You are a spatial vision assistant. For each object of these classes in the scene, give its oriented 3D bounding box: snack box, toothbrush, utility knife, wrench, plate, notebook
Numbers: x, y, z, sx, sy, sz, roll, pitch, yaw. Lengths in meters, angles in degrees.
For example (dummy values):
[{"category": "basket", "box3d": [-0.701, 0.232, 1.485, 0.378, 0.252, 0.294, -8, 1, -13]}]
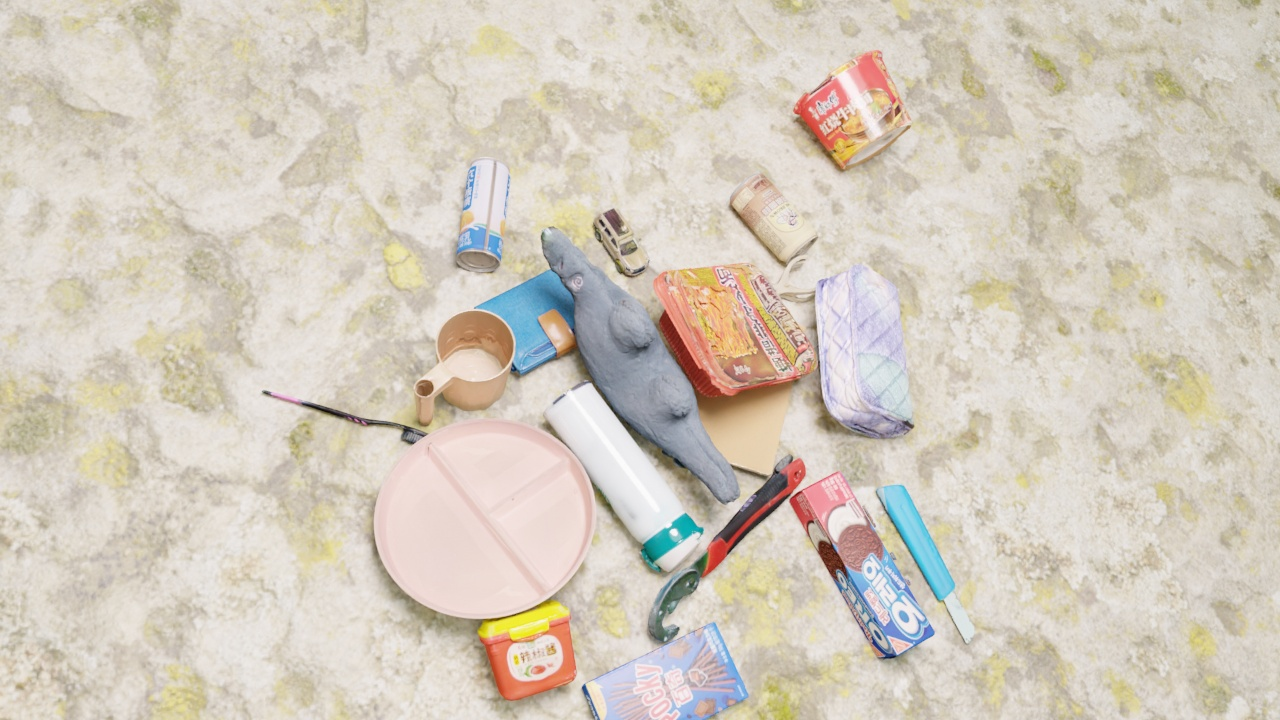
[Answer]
[{"category": "snack box", "box3d": [-0.111, 0.292, 0.926, 0.091, 0.082, 0.080, -13, 85, -16]}, {"category": "toothbrush", "box3d": [0.120, 0.174, 1.056, 0.014, 0.017, 0.188, 38, 66, 16]}, {"category": "toothbrush", "box3d": [-0.323, 0.063, 1.007, 0.189, 0.014, 0.017, 16, 78, -5]}, {"category": "utility knife", "box3d": [0.338, 0.235, 1.076, 0.034, 0.018, 0.199, -24, 75, -8]}, {"category": "snack box", "box3d": [0.027, 0.345, 0.958, 0.157, 0.026, 0.084, -20, 74, -19]}, {"category": "snack box", "box3d": [0.249, 0.231, 1.037, 0.058, 0.057, 0.207, -24, 75, -17]}, {"category": "wrench", "box3d": [0.101, 0.203, 1.025, 0.272, 0.016, 0.056, -43, 125, -25]}, {"category": "plate", "box3d": [-0.162, 0.164, 0.968, 0.229, 0.028, 0.229, 3, 55, -4]}, {"category": "notebook", "box3d": [0.110, 0.025, 1.112, 0.148, 0.008, 0.207, 17, 65, 1]}]

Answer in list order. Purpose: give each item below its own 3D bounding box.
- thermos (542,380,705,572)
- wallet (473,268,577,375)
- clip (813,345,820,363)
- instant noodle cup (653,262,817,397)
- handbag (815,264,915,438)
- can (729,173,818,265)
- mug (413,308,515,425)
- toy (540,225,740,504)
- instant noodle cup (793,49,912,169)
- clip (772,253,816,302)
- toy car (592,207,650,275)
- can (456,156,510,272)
[{"category": "thermos", "box3d": [-0.019, 0.131, 1.017, 0.073, 0.073, 0.224, -33, 79, -22]}, {"category": "wallet", "box3d": [-0.116, -0.051, 1.087, 0.132, 0.040, 0.106, -30, 72, -21]}, {"category": "clip", "box3d": [0.218, -0.004, 1.149, 0.057, 0.031, 0.025, -28, 72, -17]}, {"category": "instant noodle cup", "box3d": [0.100, -0.029, 1.064, 0.188, 0.079, 0.164, -9, 63, -42]}, {"category": "handbag", "box3d": [0.272, -0.012, 1.118, 0.134, 0.076, 0.193, 21, 60, -39]}, {"category": "can", "box3d": [0.172, -0.184, 1.191, 0.058, 0.059, 0.116, -36, 79, -23]}, {"category": "mug", "box3d": [-0.196, 0.015, 1.004, 0.084, 0.104, 0.124, 43, 66, 7]}, {"category": "toy", "box3d": [-0.006, 0.006, 1.025, 0.091, 0.138, 0.356, -34, 92, -11]}, {"category": "instant noodle cup", "box3d": [0.295, -0.335, 1.246, 0.137, 0.138, 0.108, -29, 85, -22]}, {"category": "clip", "box3d": [0.194, -0.085, 1.170, 0.092, 0.035, 0.103, 39, 70, 6]}, {"category": "toy car", "box3d": [-0.023, -0.149, 1.148, 0.042, 0.035, 0.090, -28, 78, -20]}, {"category": "can", "box3d": [-0.189, -0.178, 1.113, 0.053, 0.053, 0.134, 7, 67, -10]}]
